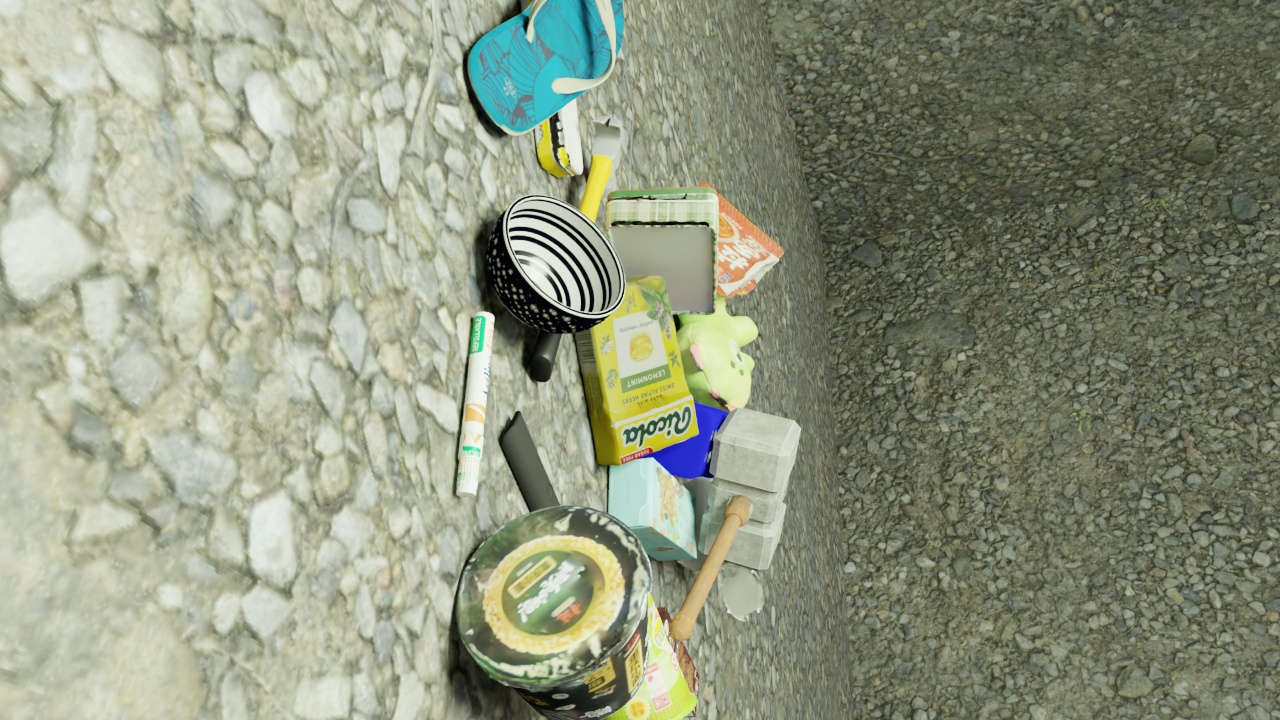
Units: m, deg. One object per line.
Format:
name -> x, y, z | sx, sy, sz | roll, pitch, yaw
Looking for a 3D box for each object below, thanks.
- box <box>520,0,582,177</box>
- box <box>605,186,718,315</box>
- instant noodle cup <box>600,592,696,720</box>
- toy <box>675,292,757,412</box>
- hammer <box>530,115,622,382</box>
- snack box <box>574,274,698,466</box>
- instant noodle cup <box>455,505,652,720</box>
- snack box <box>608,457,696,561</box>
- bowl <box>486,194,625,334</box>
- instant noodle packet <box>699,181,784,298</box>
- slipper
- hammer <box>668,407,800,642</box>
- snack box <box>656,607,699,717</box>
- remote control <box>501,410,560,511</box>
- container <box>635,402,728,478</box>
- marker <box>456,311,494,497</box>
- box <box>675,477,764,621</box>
box -> -0.086, -0.288, 0.913 | 0.064, 0.037, 0.209 | 11, 72, -74
box -> 0.027, -0.113, 0.993 | 0.206, 0.118, 0.050 | 76, 17, -65
instant noodle cup -> -0.011, 0.266, 0.821 | 0.098, 0.099, 0.108 | -6, 80, -73
toy -> 0.096, -0.012, 1.267 | 0.150, 0.107, 0.196 | 51, 39, -24
hammer -> -0.059, -0.117, 0.886 | 0.127, 0.029, 0.322 | 102, 0, -52
snack box -> -0.006, 0.006, 0.945 | 0.121, 0.045, 0.181 | -16, 97, -42
instant noodle cup -> -0.051, 0.192, 0.664 | 0.112, 0.137, 0.137 | 76, 16, -46
snack box -> 0.016, 0.167, 1.007 | 0.174, 0.053, 0.074 | 49, 39, -59
bowl -> -0.079, -0.070, 0.763 | 0.120, 0.067, 0.120 | 26, 44, -29
instant noodle packet -> 0.087, -0.155, 1.253 | 0.164, 0.084, 0.220 | 44, 28, 8
slipper -> -0.064, -0.303, 0.854 | 0.118, 0.060, 0.293 | 63, 37, -30
hammer -> 0.085, 0.188, 0.946 | 0.316, 0.083, 0.163 | -47, 146, -61
snack box -> 0.030, 0.334, 1.008 | 0.050, 0.032, 0.141 | -78, 154, -47
remote control -> -0.085, 0.108, 0.771 | 0.033, 0.015, 0.147 | -72, 149, -54
container -> 0.051, 0.090, 1.064 | 0.113, 0.084, 0.085 | 18, 87, -73
marker -> -0.123, 0.031, 0.683 | 0.017, 0.017, 0.145 | 53, 33, -57
box -> 0.100, 0.236, 1.153 | 0.126, 0.085, 0.155 | 32, 46, -25
